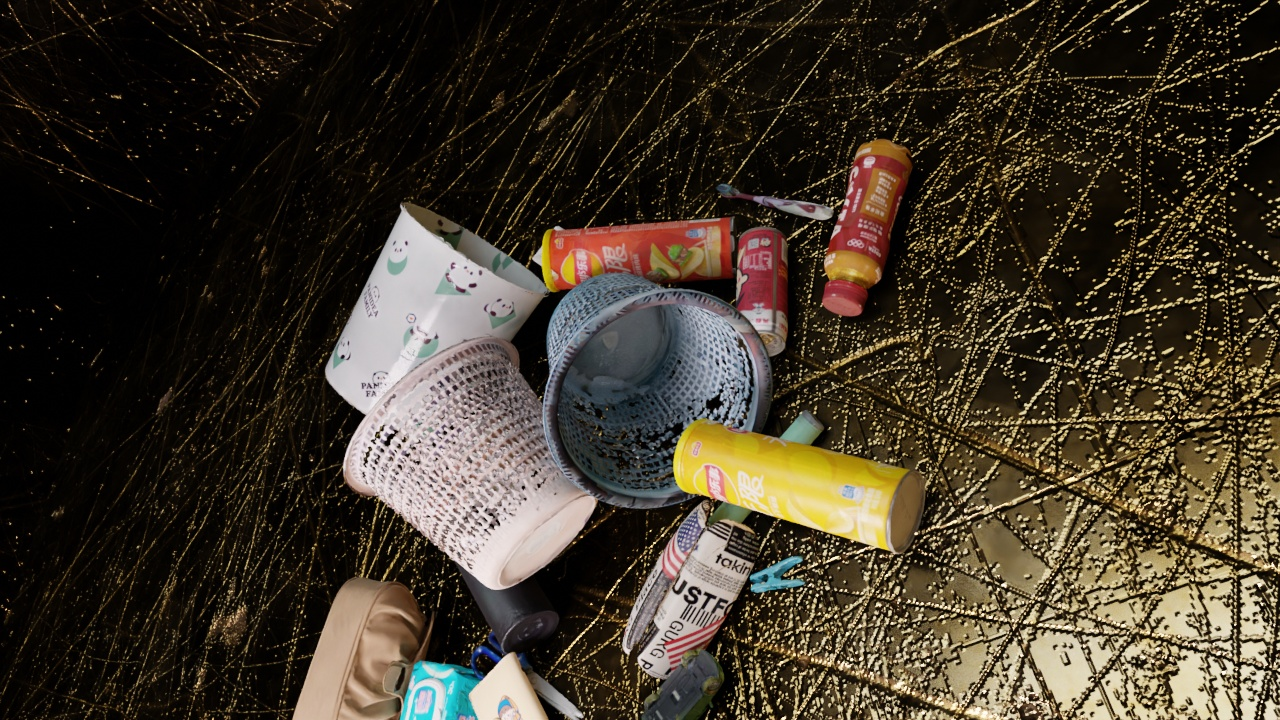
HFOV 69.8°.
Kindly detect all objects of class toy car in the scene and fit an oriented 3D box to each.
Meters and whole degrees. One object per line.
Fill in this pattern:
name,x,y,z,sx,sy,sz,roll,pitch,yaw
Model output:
toy car,0.040,0.301,0.818,0.091,0.036,0.043,-53,38,7

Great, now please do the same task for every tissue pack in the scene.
tissue pack,-0.224,0.403,1.012,0.093,0.050,0.133,-14,56,39

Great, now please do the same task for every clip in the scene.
clip,0.122,0.194,0.823,0.056,0.014,0.039,-24,49,31

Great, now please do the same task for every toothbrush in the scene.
toothbrush,0.094,0.138,0.879,0.027,0.026,0.225,43,99,20
toothbrush,0.148,-0.182,1.041,0.188,0.017,0.016,27,86,51

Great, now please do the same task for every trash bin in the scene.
trash bin,-0.158,0.119,0.954,0.192,0.227,0.228,43,99,19
trash bin,-0.006,0.006,0.944,0.227,0.226,0.195,-50,27,8
trash bin,-0.287,-0.049,1.251,0.252,0.229,0.229,-56,39,9

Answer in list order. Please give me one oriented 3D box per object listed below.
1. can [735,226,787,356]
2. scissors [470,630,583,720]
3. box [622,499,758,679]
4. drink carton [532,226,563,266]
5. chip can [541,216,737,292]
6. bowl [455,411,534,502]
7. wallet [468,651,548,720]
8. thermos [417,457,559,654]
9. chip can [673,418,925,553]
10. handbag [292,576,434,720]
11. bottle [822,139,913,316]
can,0.127,-0.072,0.962,0.053,0.053,0.132,-20,52,37
scissors,-0.125,0.343,0.964,0.108,0.012,0.174,-31,37,-5
box,0.036,0.207,0.853,0.163,0.076,0.088,-61,31,8
drink carton,-0.067,-0.107,1.128,0.053,0.122,0.045,-53,30,2
chip can,0.001,-0.120,1.032,0.217,0.073,0.073,-4,57,9
bowl,-0.191,0.114,1.156,0.117,0.066,0.116,-25,49,33
wallet,-0.132,0.372,0.938,0.087,0.024,0.115,-49,58,21
thermos,-0.170,0.206,1.035,0.090,0.068,0.242,-40,54,0
chip can,0.133,0.106,0.799,0.214,0.072,0.072,12,74,38
handbag,-0.308,0.361,1.059,0.100,0.148,0.204,3,66,24
bottle,0.220,-0.129,0.901,0.058,0.057,0.174,2,67,46
